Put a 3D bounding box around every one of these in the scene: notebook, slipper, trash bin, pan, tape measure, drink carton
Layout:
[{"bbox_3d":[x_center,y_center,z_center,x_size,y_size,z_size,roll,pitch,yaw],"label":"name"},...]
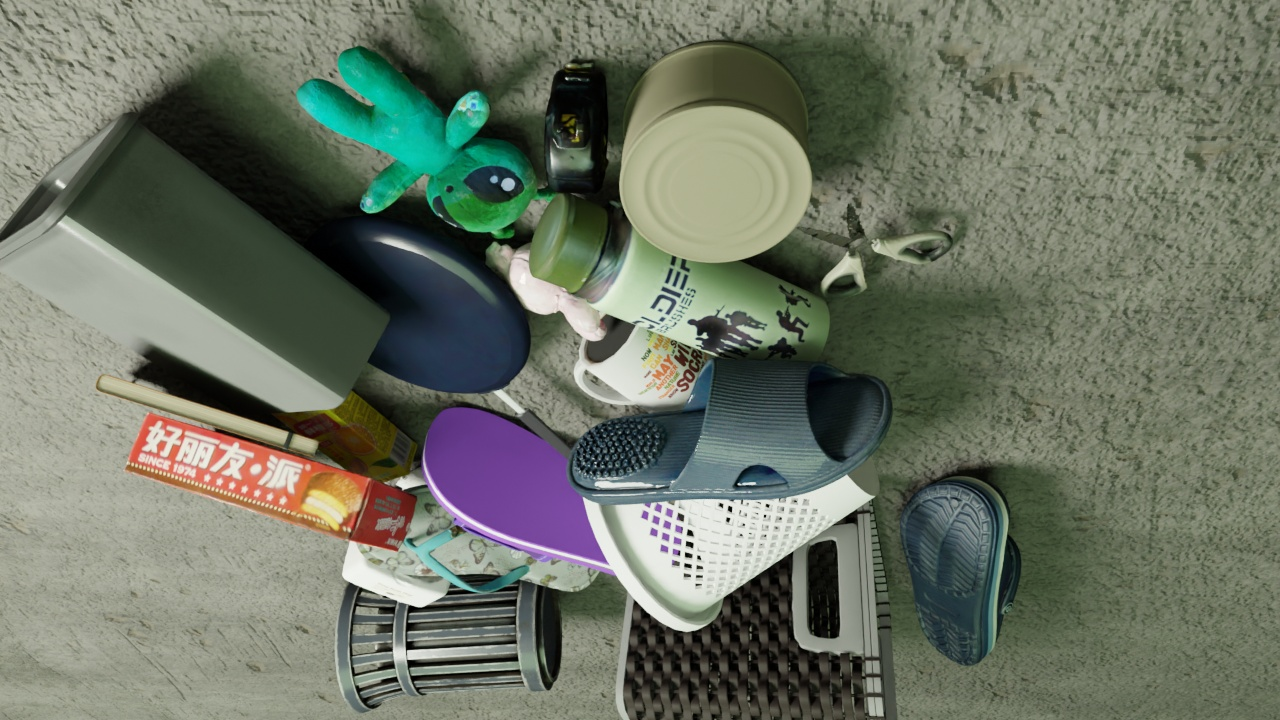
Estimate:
[{"bbox_3d":[-0.372,0.051,0.804,0.178,0.014,0.250,22,168,-25],"label":"notebook"},{"bbox_3d":[-0.153,0.189,0.944,0.268,0.055,0.098,14,96,-26],"label":"slipper"},{"bbox_3d":[0.341,0.211,0.962,0.095,0.105,0.253,-29,127,-25],"label":"slipper"},{"bbox_3d":[0.051,0.049,0.688,0.264,0.101,0.082,-13,137,22],"label":"slipper"},{"bbox_3d":[0.087,0.105,0.807,0.200,0.195,0.195,-33,127,22],"label":"trash bin"},{"bbox_3d":[-0.215,0.321,1.078,0.227,0.164,0.164,-5,137,5],"label":"trash bin"},{"bbox_3d":[-0.140,0.012,0.790,0.199,0.021,0.356,-15,131,37],"label":"pan"},{"bbox_3d":[-0.097,0.147,0.904,0.266,0.107,0.084,25,146,-11],"label":"slipper"},{"bbox_3d":[-0.042,-0.148,0.612,0.042,0.071,0.072,1,144,-2],"label":"tape measure"},{"bbox_3d":[-0.285,0.068,0.887,0.059,0.042,0.134,-19,132,25],"label":"drink carton"},{"bbox_3d":[-0.333,-0.055,0.680,0.192,0.097,0.220,-6,143,43],"label":"trash bin"}]

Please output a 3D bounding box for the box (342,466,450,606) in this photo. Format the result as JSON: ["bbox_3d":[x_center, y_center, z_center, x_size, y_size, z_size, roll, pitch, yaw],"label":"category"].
[{"bbox_3d":[-0.226,0.176,0.972,0.108,0.128,0.137,31,140,-28],"label":"box"}]

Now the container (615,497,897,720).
[{"bbox_3d":[0.132,0.298,0.961,0.244,0.246,0.246,-6,137,16],"label":"container"}]

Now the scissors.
[{"bbox_3d":[0.162,-0.078,0.670,0.158,0.012,0.162,-8,160,-21],"label":"scissors"}]

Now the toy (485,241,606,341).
[{"bbox_3d":[-0.070,-0.057,0.717,0.110,0.047,0.063,41,167,4],"label":"toy"}]

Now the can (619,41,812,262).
[{"bbox_3d":[0.050,-0.136,0.613,0.128,0.073,0.128,2,138,2],"label":"can"}]

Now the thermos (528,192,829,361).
[{"bbox_3d":[0.031,-0.057,0.690,0.231,0.082,0.083,21,135,-23],"label":"thermos"}]

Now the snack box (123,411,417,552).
[{"bbox_3d":[-0.341,0.115,0.859,0.236,0.060,0.113,14,166,12],"label":"snack box"}]

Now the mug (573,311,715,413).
[{"bbox_3d":[-0.005,0.004,0.771,0.105,0.073,0.089,-31,127,33],"label":"mug"}]

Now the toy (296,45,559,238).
[{"bbox_3d":[-0.135,-0.143,0.630,0.131,0.072,0.193,-25,139,31],"label":"toy"}]
